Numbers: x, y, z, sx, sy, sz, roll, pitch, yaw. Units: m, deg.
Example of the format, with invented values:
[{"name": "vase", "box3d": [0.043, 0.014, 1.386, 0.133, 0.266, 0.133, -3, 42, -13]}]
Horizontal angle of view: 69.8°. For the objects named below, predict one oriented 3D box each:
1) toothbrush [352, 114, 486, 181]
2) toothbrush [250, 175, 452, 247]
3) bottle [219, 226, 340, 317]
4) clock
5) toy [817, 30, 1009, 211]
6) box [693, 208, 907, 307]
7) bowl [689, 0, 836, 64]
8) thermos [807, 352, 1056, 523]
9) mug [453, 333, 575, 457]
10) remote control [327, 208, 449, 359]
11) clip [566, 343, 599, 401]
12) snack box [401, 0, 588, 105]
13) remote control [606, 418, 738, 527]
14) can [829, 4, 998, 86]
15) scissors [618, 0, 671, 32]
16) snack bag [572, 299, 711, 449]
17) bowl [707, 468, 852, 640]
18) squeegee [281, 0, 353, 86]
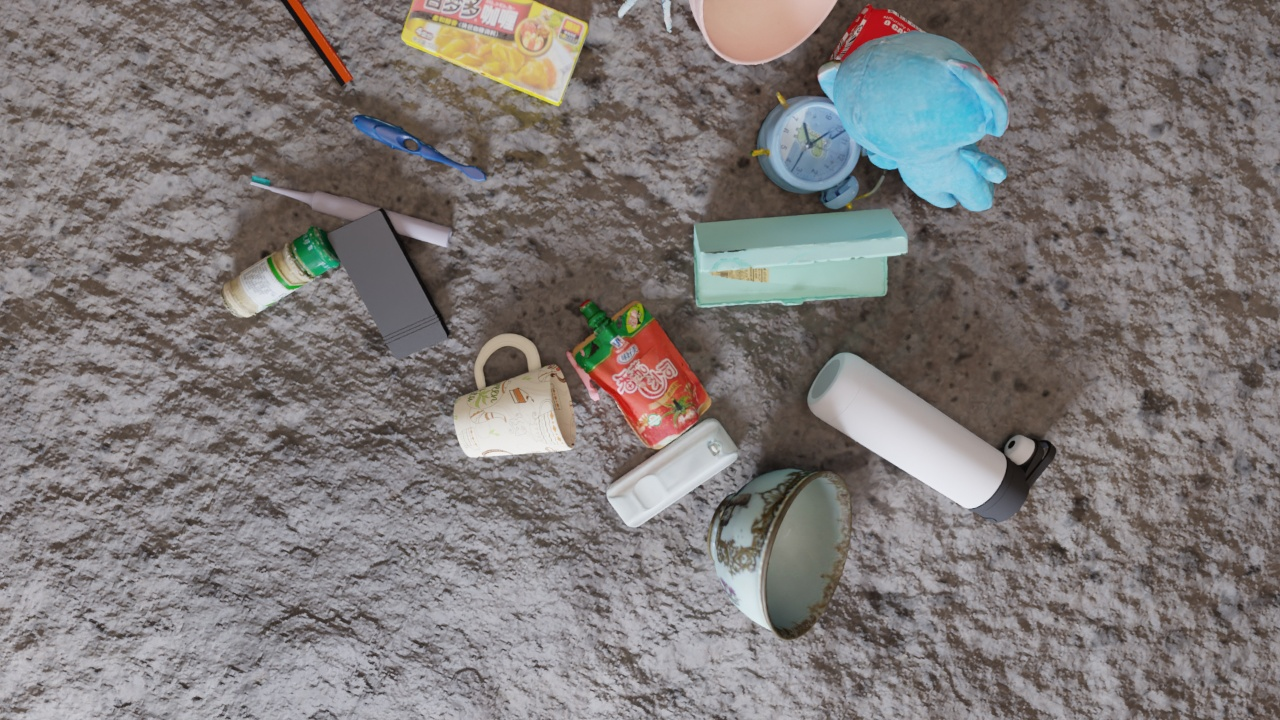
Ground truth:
[{"name": "toothbrush", "box3d": [-0.202, -0.195, 0.845, 0.132, 0.016, 0.021, 24, 98, -3]}, {"name": "toothbrush", "box3d": [-0.268, -0.140, 0.850, 0.188, 0.018, 0.019, 15, 101, -4]}, {"name": "bottle", "box3d": [-0.333, -0.080, 0.848, 0.110, 0.042, 0.042, -30, 99, 4]}, {"name": "clock", "box3d": [0.166, -0.191, 0.834, 0.124, 0.051, 0.089, 22, 98, -9]}, {"name": "toy", "box3d": [0.238, -0.194, 0.740, 0.180, 0.183, 0.114, 39, 81, -36]}, {"name": "box", "box3d": [0.144, -0.083, 0.854, 0.188, 0.077, 0.092, -5, 124, -1]}, {"name": "bowl", "box3d": [0.098, -0.337, 0.777, 0.153, 0.153, 0.076, -39, 58, 5]}, {"name": "thermos", "box3d": [0.279, 0.064, 0.877, 0.230, 0.068, 0.101, 32, 85, -7]}, {"name": "mug", "box3d": [-0.123, 0.033, 0.865, 0.097, 0.081, 0.122, -12, 79, 8]}, {"name": "remote control", "box3d": [-0.233, -0.070, 0.855, 0.058, 0.013, 0.133, -22, 107, 7]}, {"name": "clip", "box3d": [-0.044, 0.009, 0.880, 0.043, 0.023, 0.060, -15, 102, -3]}, {"name": "snack box", "box3d": [-0.130, -0.293, 0.822, 0.152, 0.025, 0.075, 21, 99, -5]}, {"name": "remote control", "box3d": [0.031, 0.111, 0.899, 0.133, 0.022, 0.050, -35, 99, 5]}, {"name": "can", "box3d": [0.243, -0.248, 0.813, 0.142, 0.074, 0.074, 31, 98, -6]}, {"name": "scissors", "box3d": [0.030, -0.359, 0.819, 0.117, 0.014, 0.130, -5, 100, -2]}, {"name": "snack bag", "box3d": [-0.005, 0.005, 0.873, 0.087, 0.044, 0.155, -39, 94, -14]}, {"name": "bowl", "box3d": [0.121, 0.170, 0.865, 0.094, 0.159, 0.160, 13, 102, 38]}, {"name": "squeegee", "box3d": [-0.256, -0.396, 0.788, 0.184, 0.055, 0.249, -35, 99, -6]}]
